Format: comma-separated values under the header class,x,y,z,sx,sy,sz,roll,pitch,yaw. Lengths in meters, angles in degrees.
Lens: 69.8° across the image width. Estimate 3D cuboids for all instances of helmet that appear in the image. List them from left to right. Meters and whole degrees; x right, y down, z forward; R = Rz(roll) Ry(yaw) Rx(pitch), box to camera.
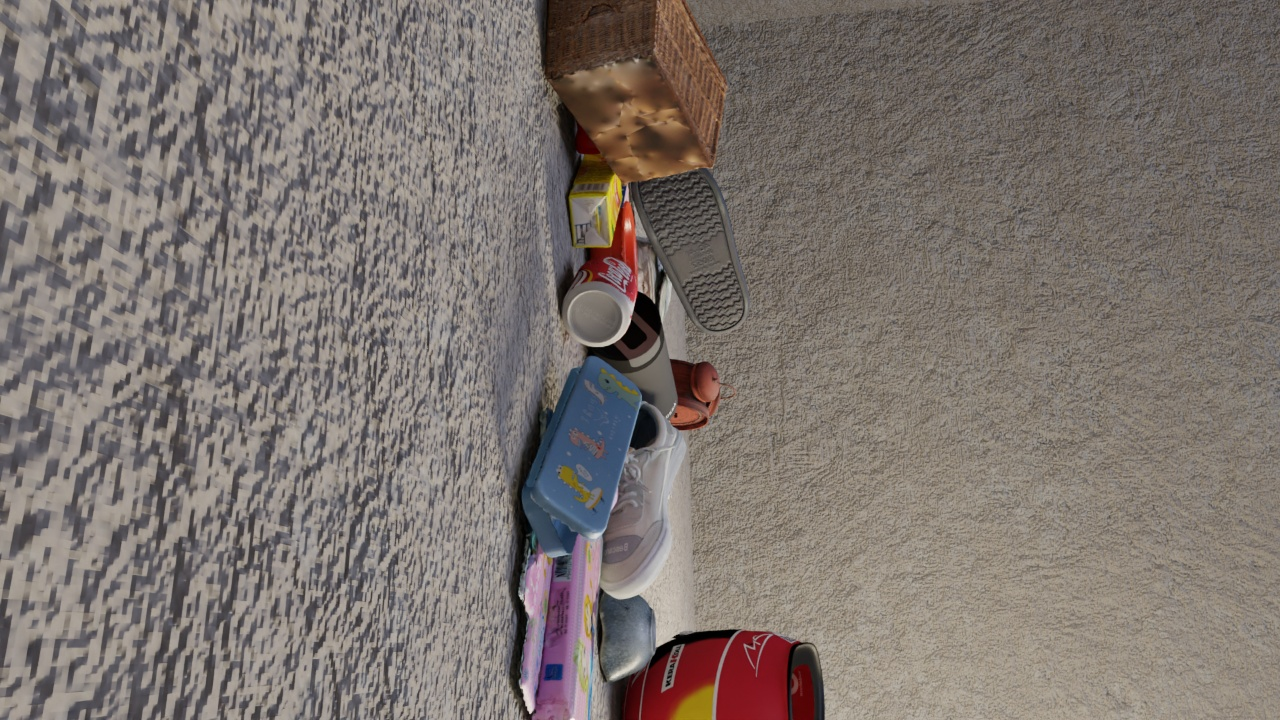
class,x,y,z,sx,sy,sz,roll,pitch,yaw
helmet,0.093,0.428,1.118,0.270,0.225,0.197,11,74,-71

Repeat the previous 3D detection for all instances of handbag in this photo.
class,x,y,z,sx,sy,sz,roll,pitch,yaw
handbag,0.007,-0.106,1.303,0.194,0.072,0.139,-68,155,-76

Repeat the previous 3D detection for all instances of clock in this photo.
class,x,y,z,sx,sy,sz,roll,pitch,yaw
clock,0.056,0.049,1.304,0.121,0.158,0.072,74,20,-67

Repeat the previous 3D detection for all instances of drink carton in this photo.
class,x,y,z,sx,sy,sz,roll,pitch,yaw
drink carton,-0.046,-0.171,0.960,0.134,0.043,0.059,-82,170,-58

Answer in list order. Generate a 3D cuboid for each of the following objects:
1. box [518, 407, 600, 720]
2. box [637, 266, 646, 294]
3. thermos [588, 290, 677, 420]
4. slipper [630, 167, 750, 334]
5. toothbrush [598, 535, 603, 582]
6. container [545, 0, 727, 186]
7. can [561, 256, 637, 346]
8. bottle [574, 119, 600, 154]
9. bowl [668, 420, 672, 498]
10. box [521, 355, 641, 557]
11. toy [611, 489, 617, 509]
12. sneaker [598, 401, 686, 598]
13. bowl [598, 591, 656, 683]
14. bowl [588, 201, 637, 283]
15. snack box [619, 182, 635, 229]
class,x,y,z,sx,sy,sz,roll,pitch,yaw
box,-0.059,0.165,0.702,0.229,0.035,0.159,-88,173,-47
box,-0.024,-0.032,1.199,0.056,0.063,0.188,17,-62,58
thermos,-0.006,0.006,1.064,0.241,0.082,0.082,74,15,-67
slipper,0.073,-0.163,1.236,0.083,0.111,0.268,-95,162,-64
toothbrush,-0.050,0.231,0.859,0.188,0.016,0.017,-86,161,-49
container,-0.001,-0.270,0.881,0.198,0.114,0.112,44,45,-56
can,-0.037,-0.059,0.874,0.104,0.064,0.064,-79,165,-68
bottle,-0.053,-0.277,0.957,0.036,0.036,0.119,-13,100,-84
bowl,0.011,0.135,1.273,0.113,0.063,0.113,-1,88,-85
box,-0.038,0.062,0.712,0.209,0.059,0.068,-76,144,-62
toy,-0.042,0.110,0.877,0.100,0.036,0.080,95,-19,-76
sneaker,-0.013,0.139,0.984,0.091,0.090,0.241,54,32,-28
bowl,-0.012,0.298,1.006,0.110,0.055,0.110,0,88,-84
bowl,-0.032,-0.116,1.051,0.130,0.045,0.130,-1,88,-84
snack box,-0.029,-0.182,1.177,0.153,0.033,0.088,-84,170,-57
